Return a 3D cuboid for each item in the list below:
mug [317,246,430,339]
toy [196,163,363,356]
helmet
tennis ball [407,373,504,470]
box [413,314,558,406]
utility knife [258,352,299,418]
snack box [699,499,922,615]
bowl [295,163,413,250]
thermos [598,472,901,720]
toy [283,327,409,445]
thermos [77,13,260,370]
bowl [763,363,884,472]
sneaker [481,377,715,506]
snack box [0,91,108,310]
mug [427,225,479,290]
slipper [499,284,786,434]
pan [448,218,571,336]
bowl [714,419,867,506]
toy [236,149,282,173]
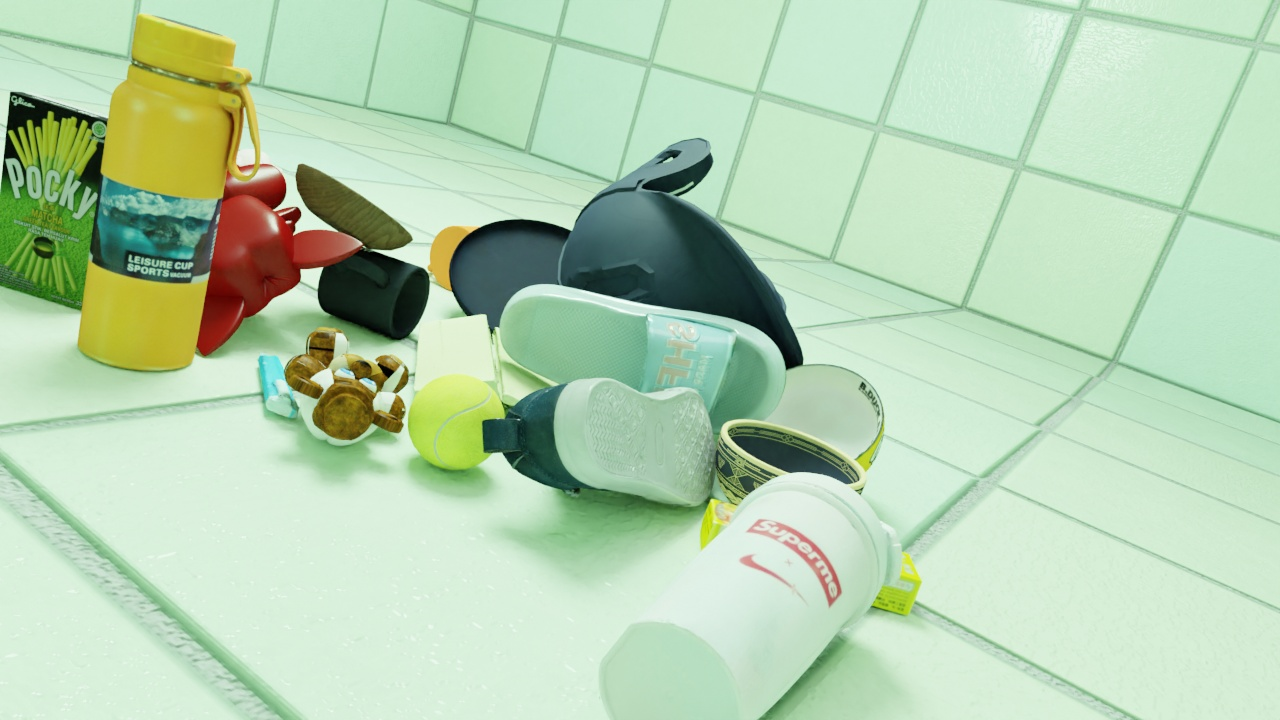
[{"bbox_3d":[-0.251,-0.071,0.849,0.077,0.071,0.105,19,-17,10],"label":"mug"},{"bbox_3d":[-0.352,-0.096,0.770,0.197,0.121,0.158,35,58,24],"label":"toy"},{"bbox_3d":[0.038,-0.061,0.871,0.272,0.222,0.232,23,-25,46],"label":"helmet"},{"bbox_3d":[-0.125,0.042,0.625,0.065,0.065,0.065,16,15,-5],"label":"tennis ball"},{"bbox_3d":[-0.130,0.006,0.804,0.140,0.047,0.187,15,15,-15],"label":"box"},{"bbox_3d":[-0.268,0.013,0.675,0.022,0.015,0.124,23,7,-31],"label":"utility knife"},{"bbox_3d":[0.115,0.134,0.627,0.148,0.029,0.040,16,15,-3],"label":"snack box"},{"bbox_3d":[-0.264,-0.131,0.829,0.118,0.030,0.118,31,-8,4],"label":"bowl"},{"bbox_3d":[0.067,0.128,0.485,0.099,0.099,0.219,23,21,23],"label":"thermos"},{"bbox_3d":[-0.198,0.022,0.622,0.087,0.067,0.113,27,-2,-21],"label":"toy"},{"bbox_3d":[-0.325,-0.113,0.639,0.091,0.233,0.076,4,19,-42],"label":"thermos"},{"bbox_3d":[0.153,0.068,0.796,0.117,0.068,0.117,-9,47,10],"label":"bowl"},{"bbox_3d":[-0.017,0.060,0.652,0.087,0.089,0.235,-10,-15,26],"label":"sneaker"},{"bbox_3d":[-0.442,-0.120,0.701,0.080,0.148,0.025,17,15,1],"label":"snack box"},{"bbox_3d":[-0.212,-0.123,1.134,0.113,0.077,0.095,-7,2,29],"label":"mug"},{"bbox_3d":[-0.004,0.004,0.759,0.245,0.104,0.074,16,25,6],"label":"slipper"},{"bbox_3d":[-0.044,-0.042,1.000,0.356,0.021,0.198,31,46,7],"label":"pan"},{"bbox_3d":[0.106,0.096,0.691,0.112,0.061,0.112,16,15,-4],"label":"bowl"},{"bbox_3d":[-0.587,-0.291,1.363,0.064,0.047,0.109,17,16,35],"label":"toy"}]
